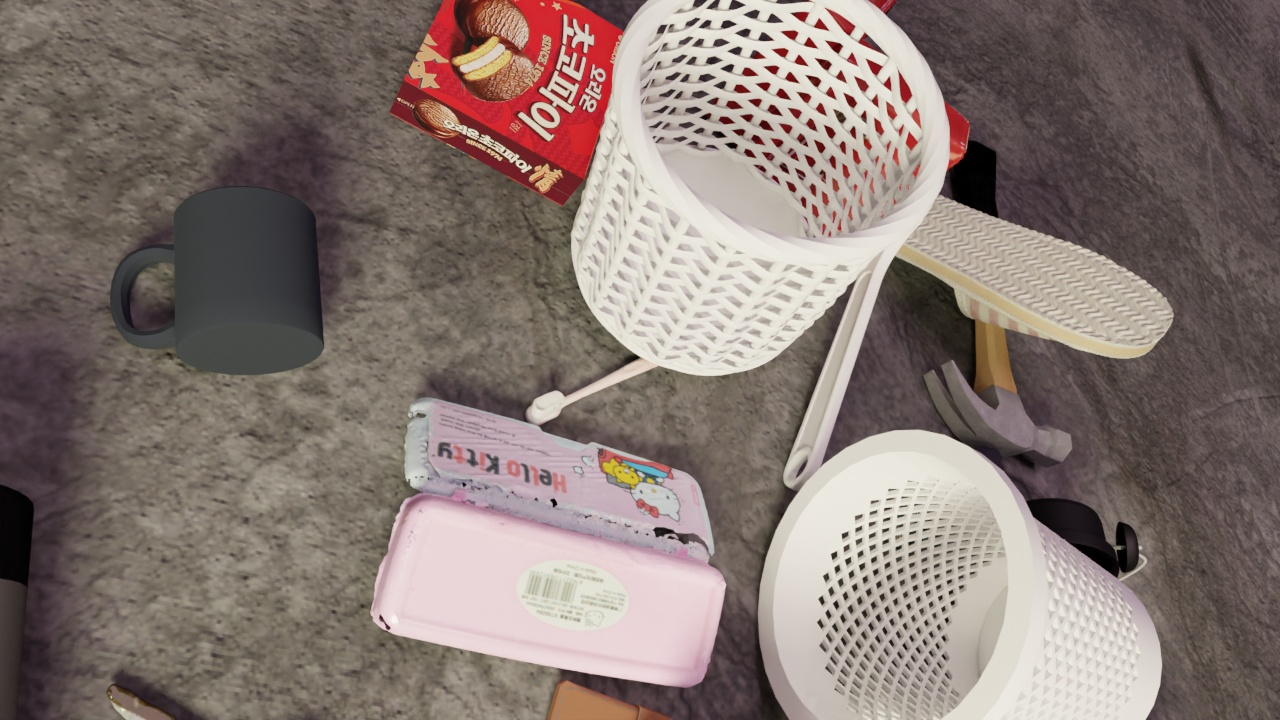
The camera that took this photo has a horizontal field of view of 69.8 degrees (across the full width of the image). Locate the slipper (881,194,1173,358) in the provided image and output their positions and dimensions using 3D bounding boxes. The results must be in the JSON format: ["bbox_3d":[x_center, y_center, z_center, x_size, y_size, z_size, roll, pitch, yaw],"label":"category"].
[{"bbox_3d":[0.305,-0.075,0.776,0.263,0.052,0.114,31,54,23],"label":"slipper"}]

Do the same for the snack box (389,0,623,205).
[{"bbox_3d":[-0.088,-0.208,0.661,0.132,0.036,0.151,26,57,-19],"label":"snack box"}]

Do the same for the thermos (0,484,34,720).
[{"bbox_3d":[-0.281,0.167,0.338,0.082,0.082,0.240,3,66,-30],"label":"thermos"}]

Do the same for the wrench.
[{"bbox_3d":[0.161,-0.022,0.701,0.018,0.066,0.272,32,64,-15],"label":"wrench"}]

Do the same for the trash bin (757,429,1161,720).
[{"bbox_3d":[0.216,0.169,0.586,0.199,0.196,0.195,25,57,-31],"label":"trash bin"}]

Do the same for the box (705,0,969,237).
[{"bbox_3d":[0.157,-0.223,0.743,0.156,0.157,0.169,28,57,-20],"label":"box"}]

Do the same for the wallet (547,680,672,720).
[{"bbox_3d":[-0.005,0.241,0.514,0.121,0.013,0.087,27,61,-18],"label":"wallet"}]

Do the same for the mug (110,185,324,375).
[{"bbox_3d":[-0.224,-0.038,0.485,0.105,0.071,0.077,-9,71,-6],"label":"mug"}]

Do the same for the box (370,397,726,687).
[{"bbox_3d":[-0.042,0.101,0.527,0.201,0.067,0.153,19,59,-24],"label":"box"}]

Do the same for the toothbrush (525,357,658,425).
[{"bbox_3d":[-0.004,0.004,0.624,0.180,0.018,0.015,-25,70,-38],"label":"toothbrush"}]

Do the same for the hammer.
[{"bbox_3d":[0.316,-0.066,0.840,0.131,0.039,0.327,20,59,-21],"label":"hammer"}]

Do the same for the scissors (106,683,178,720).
[{"bbox_3d":[-0.158,0.216,0.432,0.179,0.015,0.185,-12,74,-33],"label":"scissors"}]

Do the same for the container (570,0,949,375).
[{"bbox_3d":[0.060,-0.107,0.573,0.189,0.187,0.189,4,69,-11],"label":"container"}]

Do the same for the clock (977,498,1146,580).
[{"bbox_3d":[0.329,0.150,0.712,0.120,0.091,0.042,18,48,-8],"label":"clock"}]

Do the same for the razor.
[{"bbox_3d":[0.242,0.103,0.713,0.142,0.047,0.052,-23,56,-39],"label":"razor"}]
